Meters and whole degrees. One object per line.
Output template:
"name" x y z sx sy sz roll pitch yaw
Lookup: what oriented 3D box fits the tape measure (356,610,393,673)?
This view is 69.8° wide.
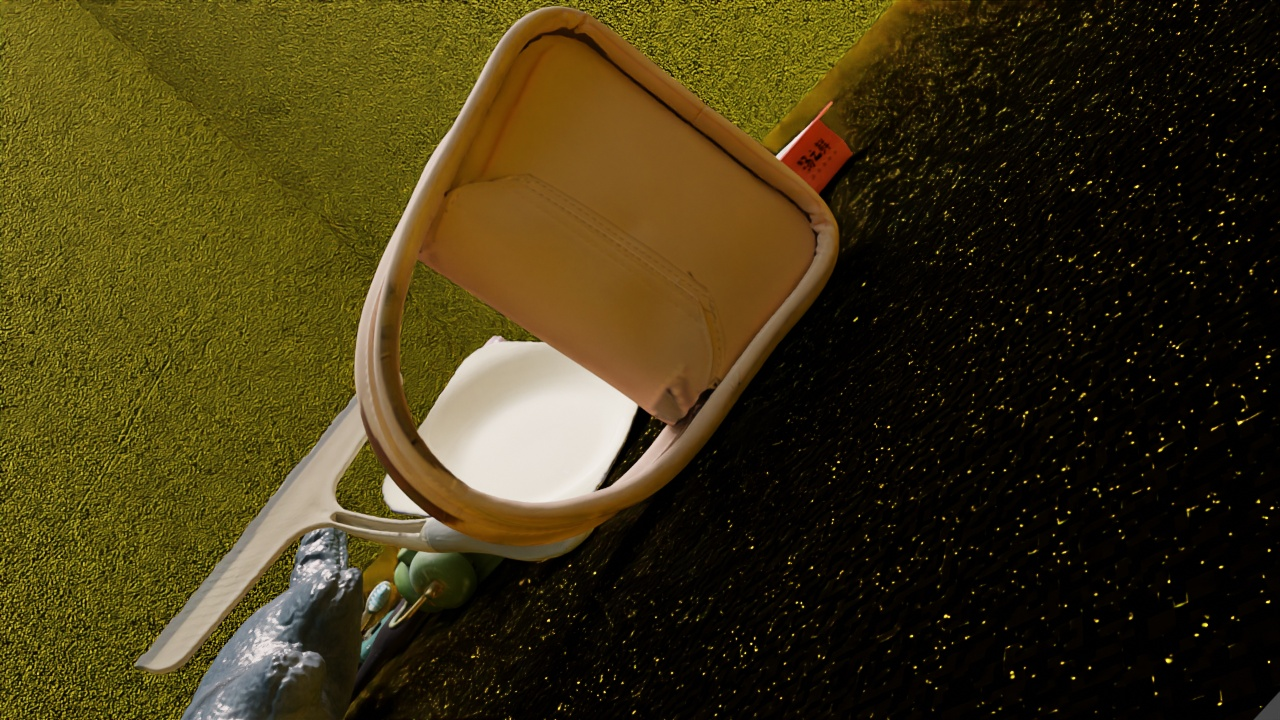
"tape measure" -0.221 0.237 0.777 0.055 0.025 0.058 -40 9 48

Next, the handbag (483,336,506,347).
"handbag" -0.211 0.077 1.182 0.196 0.098 0.145 -57 -10 -17

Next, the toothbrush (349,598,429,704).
"toothbrush" -0.192 0.216 0.716 0.212 0.026 0.027 -58 -23 -54

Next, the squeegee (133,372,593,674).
"squeegee" -0.123 0.095 0.528 0.247 0.039 0.245 -2 41 32

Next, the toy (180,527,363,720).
"toy" -0.223 0.202 0.560 0.356 0.091 0.138 -124 52 -74

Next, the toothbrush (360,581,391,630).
"toothbrush" -0.247 0.257 0.663 0.224 0.026 0.027 -57 17 -8

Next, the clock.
"clock" -0.129 0.129 0.672 0.160 0.056 0.116 -50 6 -28

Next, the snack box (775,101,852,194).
"snack box" 0.109 -0.130 0.737 0.113 0.044 0.127 -49 5 -25

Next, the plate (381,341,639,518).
"plate" -0.075 0.050 0.614 0.164 0.034 0.163 -1 43 28

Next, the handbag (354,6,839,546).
"handbag" -0.030 -0.027 0.422 0.233 0.193 0.094 -62 10 -31
